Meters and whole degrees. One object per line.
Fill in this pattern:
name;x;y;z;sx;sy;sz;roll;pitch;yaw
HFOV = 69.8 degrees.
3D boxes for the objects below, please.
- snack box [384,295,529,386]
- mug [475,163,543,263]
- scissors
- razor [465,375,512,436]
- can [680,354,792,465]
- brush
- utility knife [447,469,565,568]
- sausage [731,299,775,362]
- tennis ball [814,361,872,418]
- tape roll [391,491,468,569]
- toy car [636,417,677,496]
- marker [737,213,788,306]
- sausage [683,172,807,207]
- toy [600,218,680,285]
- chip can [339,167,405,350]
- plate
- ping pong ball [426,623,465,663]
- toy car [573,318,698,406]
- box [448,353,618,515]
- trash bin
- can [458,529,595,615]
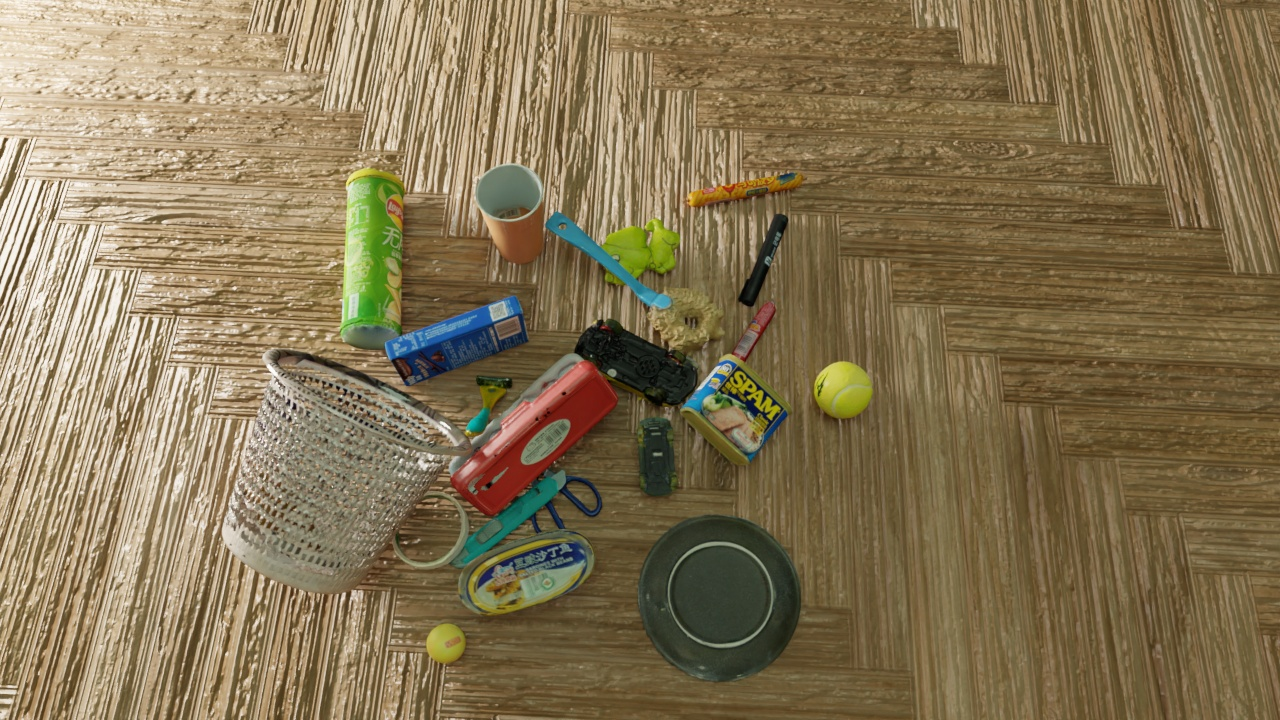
snack box;-0.210;-0.022;1.066;0.157;0.085;0.026;-21;70;-9
mug;-0.152;-0.171;1.107;0.078;0.123;0.078;1;68;-1
scissors;-0.123;0.135;1.043;0.171;0.012;0.141;18;69;9
razor;-0.177;0.055;1.031;0.043;0.028;0.132;8;25;0
can;0.108;0.058;1.042;0.102;0.057;0.083;42;74;-5
brush;-0.008;-0.096;1.104;0.254;0.046;0.083;37;79;2
utility knife;-0.148;0.176;1.016;0.164;0.013;0.029;-38;72;-7
sausage;0.123;-0.012;1.101;0.020;0.020;0.155;30;71;11
tennis ball;0.234;0.034;1.058;0.065;0.065;0.065;0;68;-1
tape roll;-0.232;0.187;1.012;0.086;0.014;0.085;-4;64;8
toy car;0.018;0.110;1.041;0.043;0.036;0.091;-2;67;-3
marker;0.155;-0.126;1.149;0.022;0.020;0.131;9;66;35
sausage;0.136;-0.221;1.185;0.165;0.021;0.021;-12;68;-6
toy;-0.004;-0.136;1.143;0.100;0.031;0.096;12;76;2
chip can;-0.324;-0.121;1.113;0.072;0.073;0.221;-4;68;-2
plate;0.086;0.252;0.991;0.179;0.024;0.179;0;68;0
ping pong ball;-0.203;0.296;0.961;0.040;0.040;0.040;0;68;-1
toy car;-0.006;0.006;1.079;0.156;0.041;0.071;24;69;14
box;-0.127;0.074;1.025;0.201;0.095;0.099;-42;45;-6
trash bin;-0.317;0.121;0.943;0.227;0.227;0.192;28;92;10
can;-0.120;0.226;0.978;0.148;0.049;0.074;-17;80;-6
